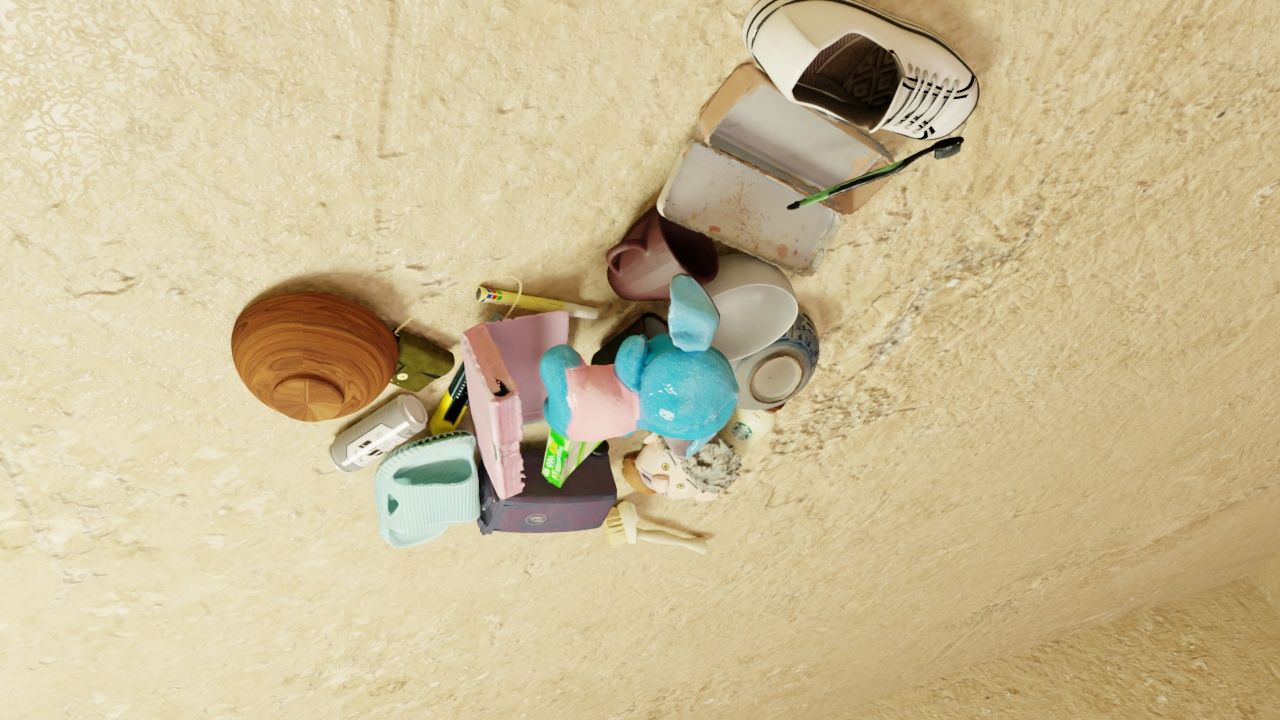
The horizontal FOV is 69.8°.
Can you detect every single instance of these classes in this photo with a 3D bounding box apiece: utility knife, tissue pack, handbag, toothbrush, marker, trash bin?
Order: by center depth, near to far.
[{"bbox_3d":[0.221,-0.172,0.856,0.188,0.014,0.017,-22,134,-9],"label":"toothbrush"},{"bbox_3d":[-0.183,-0.028,0.884,0.178,0.027,0.084,-33,143,23],"label":"handbag"},{"bbox_3d":[-0.100,-0.056,0.911,0.132,0.014,0.014,8,136,-34],"label":"marker"},{"bbox_3d":[-0.180,0.016,0.963,0.028,0.020,0.198,3,137,-33],"label":"utility knife"},{"bbox_3d":[-0.072,0.085,1.053,0.099,0.034,0.114,-48,163,-39],"label":"tissue pack"},{"bbox_3d":[-0.120,0.155,1.119,0.160,0.092,0.094,3,139,-23],"label":"trash bin"}]

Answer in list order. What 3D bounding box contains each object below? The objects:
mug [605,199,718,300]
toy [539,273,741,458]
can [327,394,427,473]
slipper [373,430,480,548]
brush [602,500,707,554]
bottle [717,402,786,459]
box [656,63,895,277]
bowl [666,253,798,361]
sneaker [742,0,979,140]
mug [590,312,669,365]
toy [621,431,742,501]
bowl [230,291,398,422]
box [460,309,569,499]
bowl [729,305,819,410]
[{"bbox_3d":[0.004,-0.093,0.855,0.089,0.087,0.113,-29,163,33],"label":"mug"},{"bbox_3d":[-0.001,0.021,0.870,0.191,0.098,0.224,-4,141,-3],"label":"toy"},{"bbox_3d":[-0.278,0.078,0.973,0.107,0.044,0.044,-32,143,15],"label":"can"},{"bbox_3d":[-0.249,0.169,1.063,0.115,0.069,0.277,-8,150,-23],"label":"slipper"},{"bbox_3d":[0.027,0.260,1.364,0.077,0.062,0.272,-20,152,27],"label":"brush"},{"bbox_3d":[0.129,0.088,1.179,0.056,0.056,0.162,7,136,-33],"label":"bottle"},{"bbox_3d":[0.128,-0.166,0.848,0.216,0.063,0.157,15,112,-40],"label":"box"},{"bbox_3d":[0.091,-0.061,0.952,0.131,0.064,0.132,-12,147,-8],"label":"bowl"},{"bbox_3d":[0.202,-0.228,0.764,0.245,0.097,0.091,11,134,-36],"label":"sneaker"},{"bbox_3d":[-0.006,0.006,0.970,0.081,0.085,0.110,-36,163,23],"label":"mug"},{"bbox_3d":[0.042,0.133,1.166,0.176,0.133,0.076,-29,-168,38],"label":"toy"},{"bbox_3d":[-0.297,0.013,0.831,0.147,0.068,0.147,-4,139,-4],"label":"bowl"},{"bbox_3d":[-0.114,0.045,0.956,0.115,0.099,0.233,-19,152,-16],"label":"box"},{"bbox_3d":[0.144,0.007,1.047,0.150,0.056,0.151,-9,126,-13],"label":"bowl"}]
